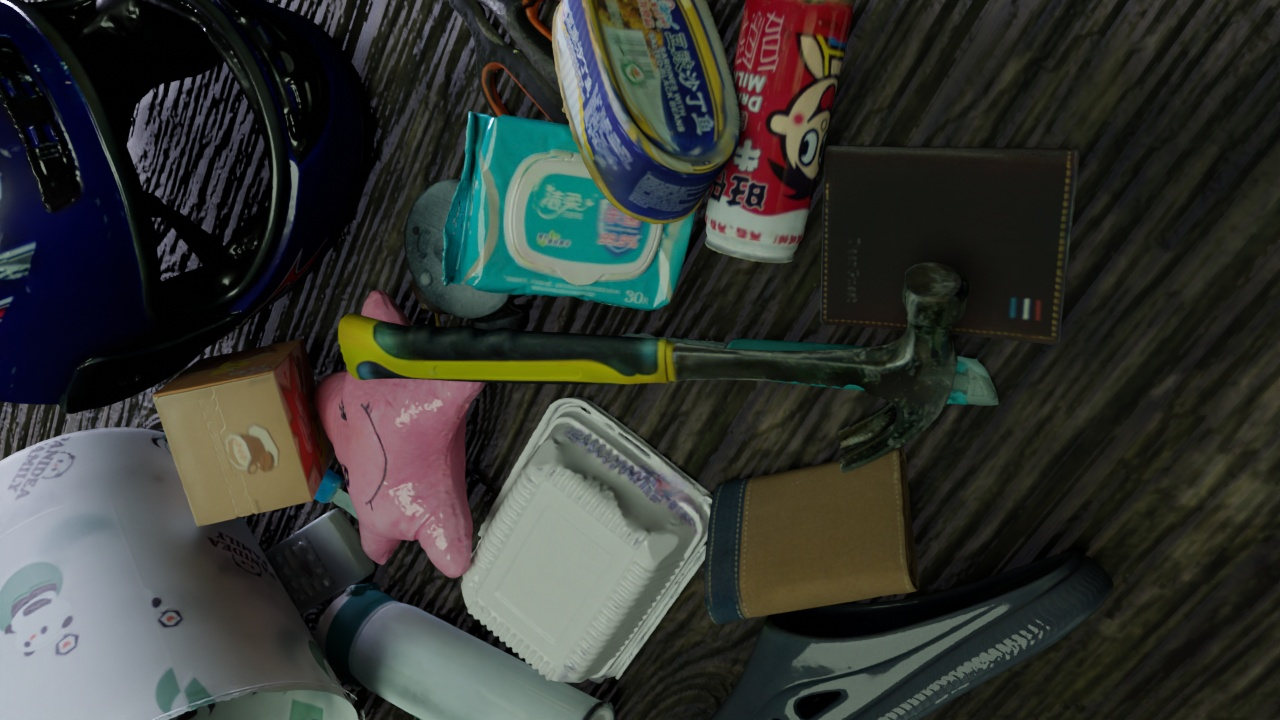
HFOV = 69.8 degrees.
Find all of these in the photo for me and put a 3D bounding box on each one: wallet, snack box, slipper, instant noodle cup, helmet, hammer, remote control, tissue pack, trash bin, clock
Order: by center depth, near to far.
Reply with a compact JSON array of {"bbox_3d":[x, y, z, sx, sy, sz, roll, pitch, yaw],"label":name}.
[{"bbox_3d":[0.153,-0.060,0.469,0.122,0.020,0.096,7,107,25],"label":"wallet"},{"bbox_3d":[-0.003,0.003,0.489,0.323,0.031,0.126,2,133,10],"label":"hammer"},{"bbox_3d":[-0.038,-0.079,0.496,0.133,0.050,0.093,5,104,-18],"label":"tissue pack"},{"bbox_3d":[0.092,0.095,0.506,0.115,0.090,0.033,-18,129,27],"label":"wallet"},{"bbox_3d":[0.119,0.162,0.506,0.269,0.110,0.083,-39,71,22],"label":"slipper"},{"bbox_3d":[-0.349,-0.103,0.561,0.316,0.239,0.247,-25,93,26],"label":"helmet"},{"bbox_3d":[-0.099,-0.059,0.563,0.082,0.055,0.122,24,113,16],"label":"clock"},{"bbox_3d":[-0.045,0.126,0.586,0.138,0.060,0.174,36,114,12],"label":"instant noodle cup"},{"bbox_3d":[-0.348,0.196,0.626,0.252,0.229,0.230,48,120,32],"label":"trash bin"},{"bbox_3d":[-0.265,0.046,0.627,0.077,0.094,0.093,-12,106,-5],"label":"snack box"},{"bbox_3d":[-0.272,0.170,0.722,0.150,0.021,0.058,-32,89,27],"label":"remote control"}]

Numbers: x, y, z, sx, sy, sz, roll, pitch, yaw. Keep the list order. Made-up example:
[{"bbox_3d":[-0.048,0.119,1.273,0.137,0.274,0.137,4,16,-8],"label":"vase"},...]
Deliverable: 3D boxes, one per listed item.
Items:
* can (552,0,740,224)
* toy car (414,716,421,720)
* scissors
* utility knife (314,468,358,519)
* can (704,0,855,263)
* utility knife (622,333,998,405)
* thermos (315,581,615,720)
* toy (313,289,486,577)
[{"bbox_3d":[0.001,-0.144,0.461,0.049,0.074,0.148,132,129,-58],"label":"can"},{"bbox_3d":[-0.121,0.269,0.668,0.090,0.042,0.035,9,142,18],"label":"toy car"},{"bbox_3d":[-0.112,-0.209,0.546,0.235,0.021,0.143,27,114,16],"label":"scissors"},{"bbox_3d":[-0.267,0.079,0.698,0.194,0.018,0.034,27,113,14],"label":"utility knife"},{"bbox_3d":[0.069,-0.120,0.470,0.053,0.053,0.133,17,110,20],"label":"can"},{"bbox_3d":[0.084,0.003,0.519,0.223,0.013,0.029,6,107,23],"label":"utility knife"},{"bbox_3d":[-0.131,0.226,0.640,0.224,0.073,0.073,17,110,25],"label":"thermos"},{"bbox_3d":[-0.166,0.055,0.612,0.179,0.074,0.195,24,115,38],"label":"toy"}]
